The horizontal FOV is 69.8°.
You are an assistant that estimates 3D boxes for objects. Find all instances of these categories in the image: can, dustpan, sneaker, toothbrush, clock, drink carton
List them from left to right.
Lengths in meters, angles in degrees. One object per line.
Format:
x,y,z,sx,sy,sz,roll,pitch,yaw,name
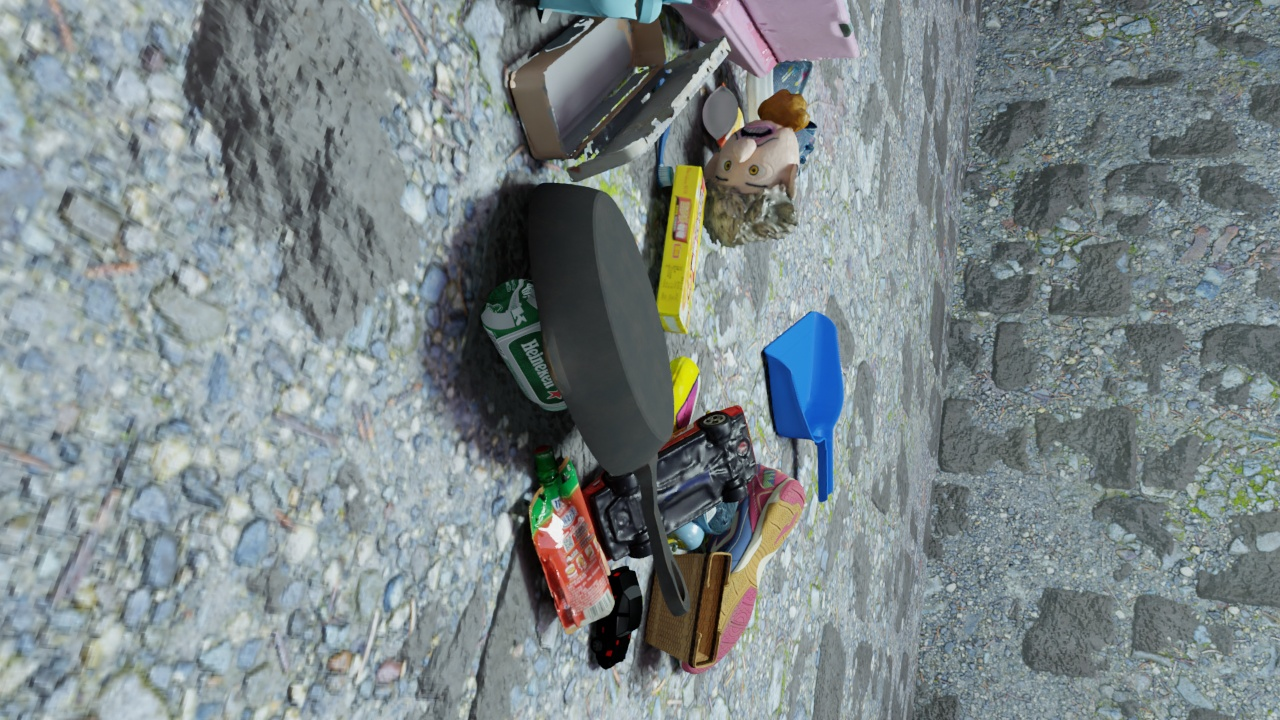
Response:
-0.075,-0.011,0.667,0.053,0.053,0.101,-67,147,-35,can
-0.021,-0.266,0.674,0.087,0.123,0.042,-29,129,-60,clock
0.022,-0.234,0.884,0.021,0.016,0.132,-18,109,-54,toothbrush
0.056,0.127,0.941,0.161,0.060,0.118,-40,127,-55,clock
0.096,0.230,1.030,0.241,0.091,0.116,-59,142,-11,sneaker
0.106,-0.256,1.039,0.122,0.039,0.069,24,70,-69,drink carton
0.168,-0.244,1.074,0.087,0.079,0.236,-83,167,-47,sneaker
0.245,0.080,1.327,0.244,0.060,0.258,-32,122,-59,dustpan

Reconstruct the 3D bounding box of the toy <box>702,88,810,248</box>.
0.121,-0.199,0.952,0.076,0.133,0.176,14,98,-55,toy

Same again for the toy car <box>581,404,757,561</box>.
0.030,0.110,0.837,0.189,0.056,0.081,-27,110,-31,toy car

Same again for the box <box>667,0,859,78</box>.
0.105,-0.309,0.844,0.232,0.179,0.059,-7,115,-71,box

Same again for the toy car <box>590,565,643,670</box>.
-0.019,0.233,0.827,0.042,0.036,0.091,6,88,-64,toy car

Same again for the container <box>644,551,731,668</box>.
0.048,0.247,0.932,0.063,0.061,0.114,25,73,-62,container

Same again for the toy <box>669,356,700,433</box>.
0.032,0.041,0.890,0.094,0.041,0.096,-51,154,-67,toy

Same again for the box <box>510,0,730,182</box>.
-0.020,-0.235,0.741,0.107,0.095,0.215,50,43,-17,box

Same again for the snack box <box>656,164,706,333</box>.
0.041,-0.108,0.904,0.075,0.025,0.152,54,43,-76,snack box

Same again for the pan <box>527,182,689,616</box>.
-0.003,0.032,0.709,0.248,0.043,0.356,-57,132,-74,pan

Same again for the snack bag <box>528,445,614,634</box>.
-0.059,0.139,0.740,0.087,0.044,0.155,-51,132,-57,snack bag
